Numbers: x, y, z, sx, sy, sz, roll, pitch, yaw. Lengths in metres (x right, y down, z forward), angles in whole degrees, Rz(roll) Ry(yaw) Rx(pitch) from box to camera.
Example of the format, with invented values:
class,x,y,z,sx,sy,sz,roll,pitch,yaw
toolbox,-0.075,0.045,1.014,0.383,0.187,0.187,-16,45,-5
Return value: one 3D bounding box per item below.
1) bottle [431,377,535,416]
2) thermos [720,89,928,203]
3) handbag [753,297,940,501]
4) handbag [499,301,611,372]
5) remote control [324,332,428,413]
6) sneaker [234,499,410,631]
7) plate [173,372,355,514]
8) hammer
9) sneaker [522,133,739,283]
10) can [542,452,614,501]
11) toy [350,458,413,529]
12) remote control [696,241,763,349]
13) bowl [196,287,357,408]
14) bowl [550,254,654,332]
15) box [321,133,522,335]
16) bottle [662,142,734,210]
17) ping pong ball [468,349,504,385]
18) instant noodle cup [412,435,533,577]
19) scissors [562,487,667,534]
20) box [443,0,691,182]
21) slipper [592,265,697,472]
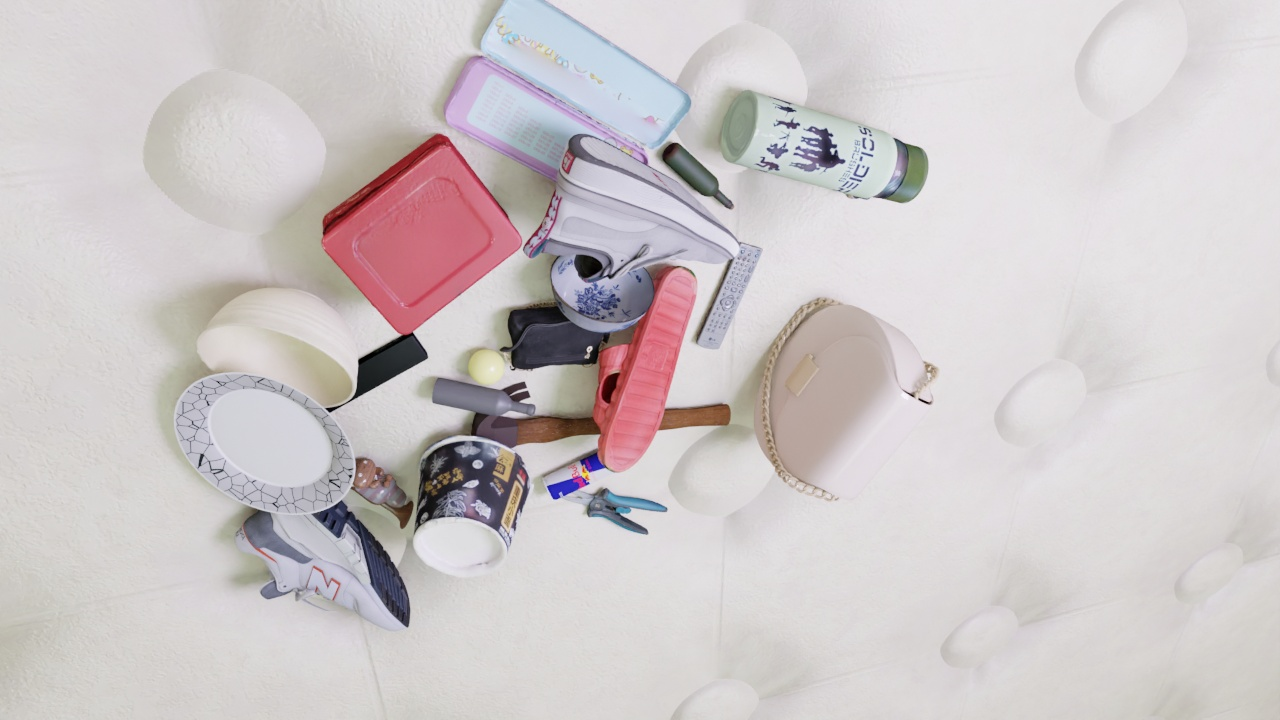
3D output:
class,x,y,z,sx,sy,sz,roll,pitch,yaw
bottle,-0.173,0.045,1.022,0.113,0.030,0.030,11,118,0
thermos,0.202,-0.222,0.990,0.231,0.082,0.082,8,117,-25
handbag,0.236,0.047,1.086,0.103,0.208,0.211,23,112,-31
handbag,-0.093,-0.022,1.022,0.128,0.054,0.079,-6,126,-19
remote control,-0.304,0.018,0.994,0.150,0.013,0.034,-29,126,-2
sneaker,-0.377,0.245,1.073,0.124,0.088,0.240,-25,117,2
plate,-0.384,0.085,0.948,0.188,0.016,0.189,4,125,5
hammer,-0.042,0.077,1.114,0.322,0.033,0.115,-3,123,-19
sneaker,-0.001,-0.126,0.938,0.262,0.096,0.129,14,121,-48
can,-0.074,0.141,1.141,0.095,0.032,0.032,-25,125,-4
toy,-0.302,0.150,1.061,0.102,0.041,0.055,35,127,-25
remote control,0.104,-0.074,1.082,0.033,0.013,0.137,12,116,-25
bowl,-0.346,-0.022,0.902,0.151,0.075,0.151,6,148,3
bowl,-0.045,-0.069,0.984,0.114,0.114,0.045,0,141,-20
box,-0.211,-0.121,0.886,0.157,0.110,0.134,-36,121,4
bottle,0.066,-0.195,0.987,0.106,0.025,0.025,35,104,-33
ping pong ball,-0.171,0.007,1.018,0.040,0.040,0.040,-9,123,-15
instant noodle cup,-0.195,0.173,1.045,0.137,0.112,0.137,1,131,1
scissors,-0.029,0.191,1.196,0.148,0.019,0.124,-12,128,-6
box,-0.068,-0.249,0.901,0.214,0.035,0.151,24,118,-30
slipper,-0.006,0.006,1.049,0.103,0.059,0.249,10,100,-56
